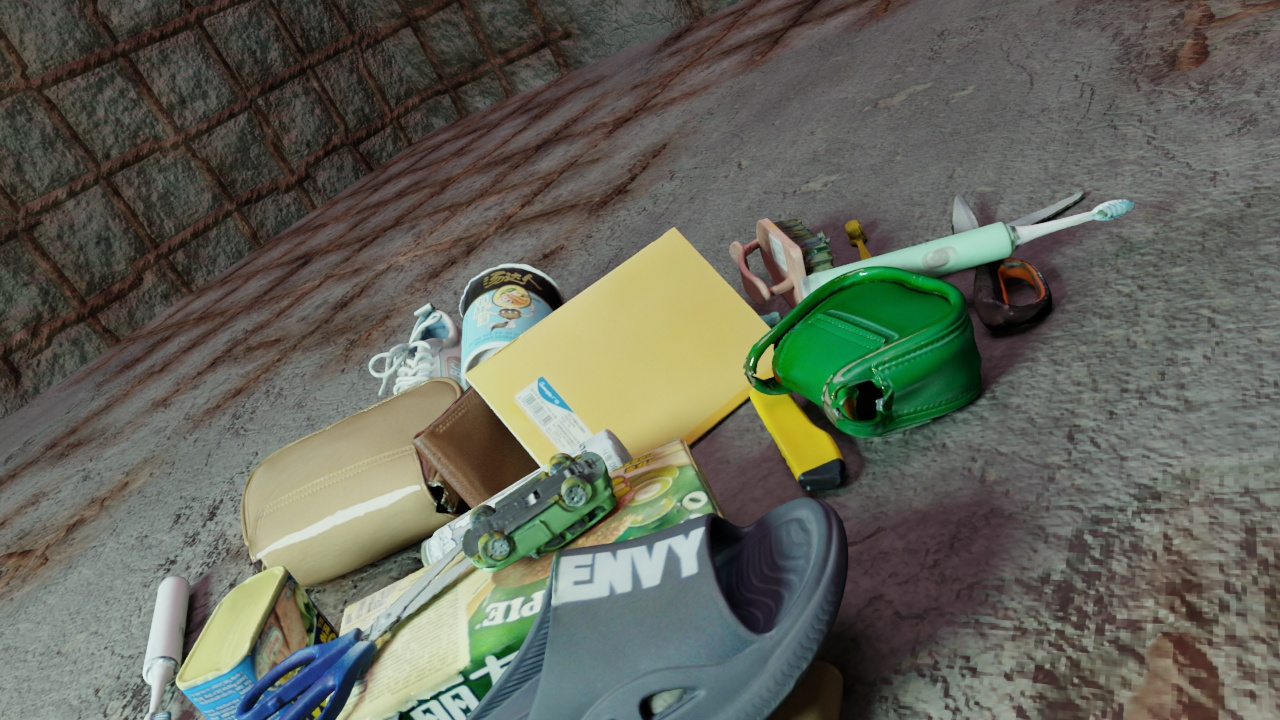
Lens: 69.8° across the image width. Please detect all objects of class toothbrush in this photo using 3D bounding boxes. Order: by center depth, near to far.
[{"bbox_3d":[0.223,-0.075,0.638,0.225,0.026,0.027,-15,7,12],"label":"toothbrush"},{"bbox_3d":[-0.378,0.232,0.730,0.026,0.027,0.221,-11,18,-20],"label":"toothbrush"},{"bbox_3d":[0.191,-0.079,0.761,0.016,0.016,0.189,-21,25,14],"label":"toothbrush"}]

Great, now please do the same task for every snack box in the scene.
[{"bbox_3d":[-0.058,0.142,0.524,0.240,0.063,0.114,-27,24,1],"label":"snack box"}]

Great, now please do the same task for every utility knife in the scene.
[{"bbox_3d":[0.103,0.046,0.607,0.033,0.015,0.153,-21,23,1],"label":"utility knife"}]

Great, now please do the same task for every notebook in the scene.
[{"bbox_3d":[-0.004,0.004,0.680,0.206,0.146,0.010,-37,-14,-20],"label":"notebook"}]

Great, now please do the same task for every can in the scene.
[{"bbox_3d":[-0.233,0.194,0.581,0.057,0.083,0.102,-24,24,8],"label":"can"},{"bbox_3d":[-0.067,0.105,0.603,0.147,0.058,0.058,-31,24,3],"label":"can"}]

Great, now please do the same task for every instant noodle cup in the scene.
[{"bbox_3d":[-0.124,-0.016,0.877,0.111,0.111,0.120,-22,32,12],"label":"instant noodle cup"}]

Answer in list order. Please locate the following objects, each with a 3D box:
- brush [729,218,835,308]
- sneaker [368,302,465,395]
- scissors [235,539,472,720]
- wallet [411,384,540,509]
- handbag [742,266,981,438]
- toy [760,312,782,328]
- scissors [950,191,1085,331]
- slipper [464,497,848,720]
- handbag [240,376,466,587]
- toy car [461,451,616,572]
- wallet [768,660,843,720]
[{"bbox_3d":[0.119,-0.085,0.794,0.073,0.063,0.145,-17,23,0],"label":"brush"},{"bbox_3d":[-0.211,0.014,0.914,0.089,0.091,0.241,-25,24,8],"label":"sneaker"},{"bbox_3d":[-0.155,0.152,0.517,0.141,0.012,0.170,-14,27,31],"label":"scissors"},{"bbox_3d":[-0.100,0.057,0.691,0.032,0.101,0.124,-15,26,46],"label":"wallet"},{"bbox_3d":[0.141,-0.005,0.585,0.120,0.068,0.131,-25,24,-17],"label":"handbag"},{"bbox_3d":[0.067,-0.008,0.732,0.097,0.030,0.091,-22,25,34],"label":"toy"},{"bbox_3d":[0.240,-0.080,0.688,0.234,0.022,0.220,-19,27,3],"label":"scissors"},{"bbox_3d":[-0.027,0.141,0.410,0.268,0.083,0.110,-39,16,9],"label":"slipper"},{"bbox_3d":[-0.215,0.104,0.736,0.205,0.100,0.147,-24,32,9],"label":"handbag"},{"bbox_3d":[-0.056,0.085,0.509,0.091,0.036,0.043,-30,24,-7],"label":"toy car"},{"bbox_3d":[0.038,0.179,0.388,0.090,0.033,0.115,-13,26,24],"label":"wallet"}]
